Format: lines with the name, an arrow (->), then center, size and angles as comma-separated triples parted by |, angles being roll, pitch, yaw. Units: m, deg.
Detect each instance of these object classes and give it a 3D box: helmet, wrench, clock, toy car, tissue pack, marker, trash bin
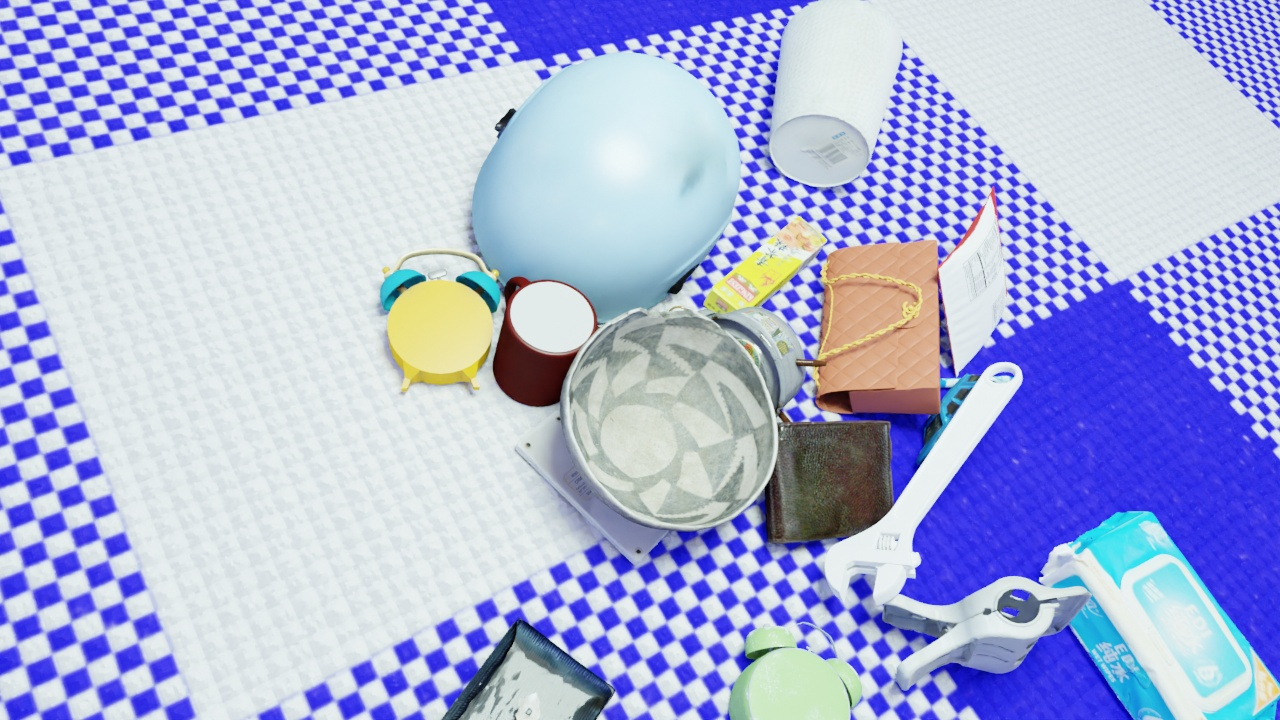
helmet -> -0.024, -0.165, 0.816 | 0.225, 0.167, 0.265 | 41, 65, -2
wrench -> 0.243, 0.094, 0.759 | 0.066, 0.018, 0.272 | 17, 55, 45
clock -> -0.166, -0.036, 0.762 | 0.099, 0.044, 0.129 | 0, 67, -12
clock -> 0.112, 0.249, 0.671 | 0.094, 0.043, 0.119 | 29, 55, 0
toy car -> 0.287, 0.058, 0.840 | 0.043, 0.056, 0.119 | 36, 53, 14
tissue pack -> 0.437, 0.235, 0.769 | 0.116, 0.066, 0.209 | -18, 68, -25
marker -> 0.303, 0.021, 0.890 | 0.141, 0.013, 0.013 | -1, 60, -18
trash bin -> 0.203, -0.281, 0.982 | 0.133, 0.134, 0.161 | 19, 60, -5
clock -> 0.079, -0.003, 0.788 | 0.148, 0.104, 0.056 | 39, 45, 26

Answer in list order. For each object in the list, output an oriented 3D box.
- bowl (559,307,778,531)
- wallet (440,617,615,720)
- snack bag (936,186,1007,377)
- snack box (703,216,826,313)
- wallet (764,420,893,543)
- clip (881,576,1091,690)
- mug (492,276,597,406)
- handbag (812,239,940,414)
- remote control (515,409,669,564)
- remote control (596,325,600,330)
bowl -> 0.013, 0.054, 0.724 | 0.178, 0.081, 0.178 | 9, 65, -20
wallet -> -0.081, 0.246, 0.623 | 0.089, 0.026, 0.114 | 35, 56, 6
snack bag -> 0.333, -0.078, 0.904 | 0.039, 0.131, 0.143 | 10, 44, 40
snack box -> 0.123, -0.087, 0.891 | 0.040, 0.029, 0.147 | 42, 57, 11
wallet -> 0.156, 0.100, 0.765 | 0.119, 0.031, 0.099 | -1, 87, -20
clip -> 0.261, 0.208, 0.703 | 0.144, 0.125, 0.075 | -11, 56, 5
mug -> -0.086, -0.027, 0.756 | 0.073, 0.083, 0.105 | -17, 65, -26
handbag -> 0.222, -0.036, 0.858 | 0.109, 0.060, 0.171 | -2, 54, 20
remote control -> -0.036, 0.100, 0.737 | 0.136, 0.011, 0.050 | 42, 57, 11
remote control -> -0.005, 0.005, 0.794 | 0.140, 0.030, 0.009 | 31, 36, 3
